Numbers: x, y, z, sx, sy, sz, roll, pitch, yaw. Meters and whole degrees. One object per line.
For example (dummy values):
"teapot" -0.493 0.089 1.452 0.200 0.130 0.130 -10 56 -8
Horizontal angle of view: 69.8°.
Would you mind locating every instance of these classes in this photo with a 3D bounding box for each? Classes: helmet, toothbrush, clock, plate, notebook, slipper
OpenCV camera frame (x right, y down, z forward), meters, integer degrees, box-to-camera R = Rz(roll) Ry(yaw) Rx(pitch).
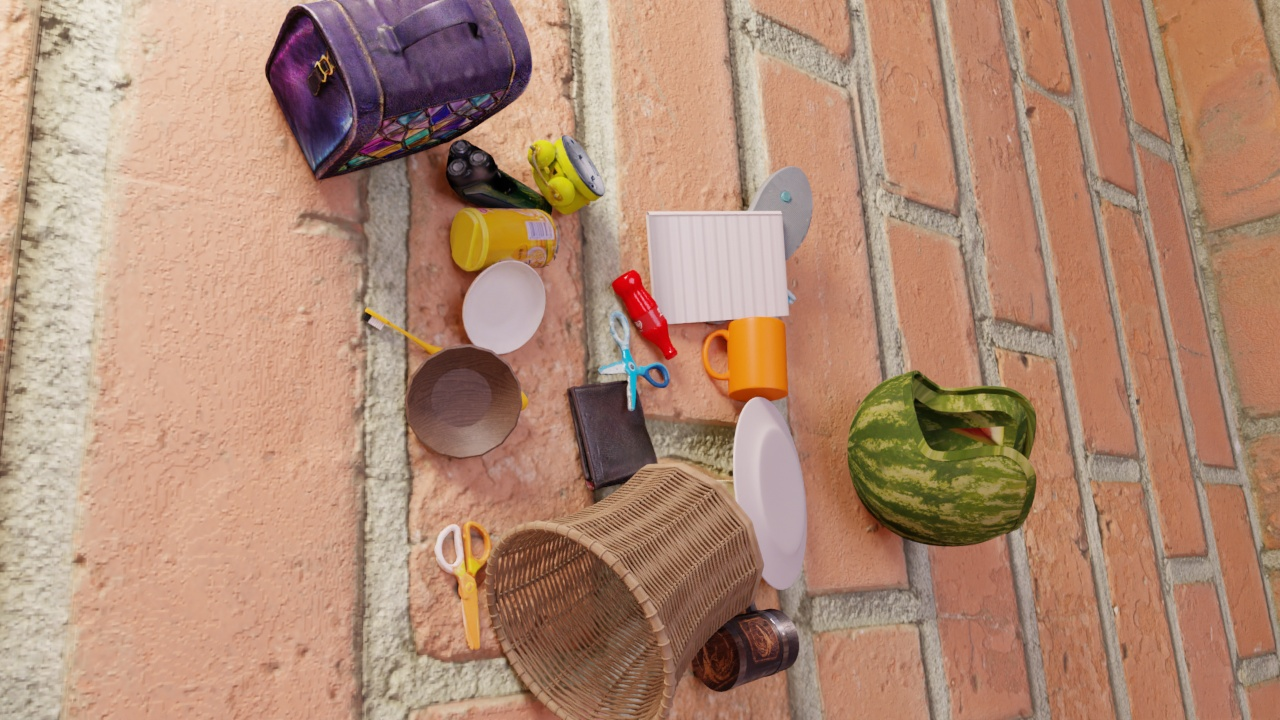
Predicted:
"helmet" 0.411 0.141 1.278 0.212 0.247 0.244 -53 155 -54
"toothbrush" -0.198 0.000 0.950 0.196 0.031 0.031 34 90 -24
"clock" -0.089 -0.215 1.058 0.083 0.057 0.119 63 19 7
"plate" -0.152 -0.060 0.990 0.104 0.026 0.104 -20 122 -36
"notebook" 0.105 -0.124 1.204 0.209 0.009 0.142 -5 92 -28
"plate" 0.174 0.165 1.160 0.242 0.016 0.242 31 53 -55
"slipper" 0.154 -0.153 1.267 0.098 0.055 0.268 42 69 -19

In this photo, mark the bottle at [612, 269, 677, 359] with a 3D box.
"bottle" 0.009 -0.054 1.132 0.036 0.036 0.119 -42 105 -39

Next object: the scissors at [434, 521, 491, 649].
"scissors" -0.174 0.225 0.914 0.064 0.013 0.128 3 74 -39

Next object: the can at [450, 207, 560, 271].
"can" -0.149 -0.132 1.002 0.104 0.068 0.067 -8 82 -41

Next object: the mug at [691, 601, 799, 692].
"mug" 0.118 0.326 1.095 0.107 0.080 0.115 1 50 -41

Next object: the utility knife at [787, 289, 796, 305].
"utility knife" 0.159 -0.140 1.297 0.181 0.015 0.022 42 51 -21

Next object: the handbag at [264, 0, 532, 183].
"handbag" -0.229 -0.278 0.875 0.204 0.223 0.125 -30 97 -40

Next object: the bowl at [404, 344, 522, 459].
"bowl" -0.180 0.040 0.931 0.117 0.030 0.118 -3 100 -18

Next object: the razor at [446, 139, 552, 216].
"razor" -0.152 -0.193 1.021 0.151 0.067 0.053 23 66 -42

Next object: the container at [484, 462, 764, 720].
"container" -0.006 0.226 0.921 0.195 0.228 0.227 -27 95 -48

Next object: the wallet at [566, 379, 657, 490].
"wallet" -0.034 0.084 1.064 0.099 0.031 0.120 -6 79 -43

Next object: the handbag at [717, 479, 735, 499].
"handbag" 0.095 0.206 1.105 0.111 0.081 0.119 9 70 -46

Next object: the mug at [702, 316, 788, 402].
"mug" 0.137 -0.002 1.207 0.112 0.078 0.095 3 73 -10

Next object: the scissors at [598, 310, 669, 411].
"scissors" -0.006 0.007 1.104 0.137 0.011 0.133 31 42 -39
